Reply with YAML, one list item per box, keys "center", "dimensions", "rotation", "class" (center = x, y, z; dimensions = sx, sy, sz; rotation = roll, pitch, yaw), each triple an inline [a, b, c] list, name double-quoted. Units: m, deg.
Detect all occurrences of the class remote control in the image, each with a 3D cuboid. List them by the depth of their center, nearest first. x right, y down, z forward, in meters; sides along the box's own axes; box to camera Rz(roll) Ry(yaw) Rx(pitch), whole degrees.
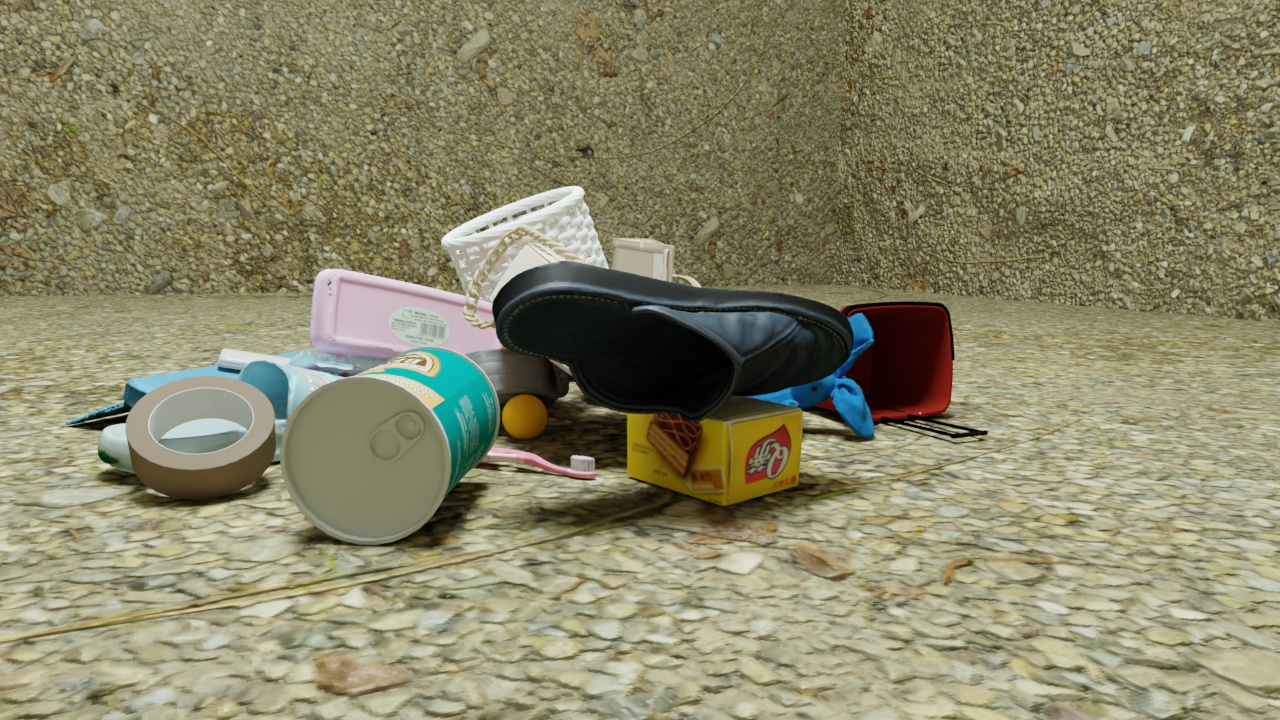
- center: [-0.343, 0.007, 0.901]
  dimensions: [0.130, 0.012, 0.033]
  rotation: [10, 15, -20]
  class: "remote control"

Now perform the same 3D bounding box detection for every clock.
- center: [-0.119, 0.024, 0.866]
  dimensions: [0.147, 0.056, 0.104]
  rotation: [-4, -15, -12]
  class: "clock"

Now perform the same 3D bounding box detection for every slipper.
- center: [0.032, 0.006, 0.612]
  dimensions: [0.265, 0.083, 0.109]
  rotation: [8, -34, -30]
  class: "slipper"
- center: [-0.307, 0.039, 0.747]
  dimensions: [0.104, 0.074, 0.244]
  rotation: [8, 12, 38]
  class: "slipper"

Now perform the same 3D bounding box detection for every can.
- center: [-0.155, 0.049, 0.598]
  dimensions: [0.099, 0.099, 0.144]
  rotation: [1, 8, 3]
  class: "can"

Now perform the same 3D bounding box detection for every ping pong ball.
- center: [-0.102, 0.050, 0.810]
  dimensions: [0.040, 0.040, 0.040]
  rotation: [1, 8, 0]
  class: "ping pong ball"

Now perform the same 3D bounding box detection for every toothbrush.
- center: [-0.095, 0.076, 0.710]
  dimensions: [0.135, 0.016, 0.021]
  rotation: [4, 9, 22]
  class: "toothbrush"

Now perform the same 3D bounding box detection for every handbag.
- center: [-0.031, -0.013, 0.802]
  dimensions: [0.208, 0.103, 0.210]
  rotation: [33, 5, -33]
  class: "handbag"
- center: [0.029, -0.067, 1.202]
  dimensions: [0.062, 0.176, 0.198]
  rotation: [-4, 11, -30]
  class: "handbag"

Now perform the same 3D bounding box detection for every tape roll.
- center: [-0.305, 0.052, 0.642]
  dimensions: [0.093, 0.030, 0.093]
  rotation: [9, 38, -8]
  class: "tape roll"

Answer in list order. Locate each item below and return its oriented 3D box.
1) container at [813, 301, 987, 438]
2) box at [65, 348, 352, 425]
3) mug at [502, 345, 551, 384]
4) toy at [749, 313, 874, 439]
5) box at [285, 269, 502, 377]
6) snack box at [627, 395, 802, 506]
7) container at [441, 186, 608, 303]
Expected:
- center: [0.253, 0.005, 0.919]
  dimensions: [0.148, 0.127, 0.201]
  rotation: [-3, 2, -27]
  class: "container"
- center: [-0.406, 0.026, 0.904]
  dimensions: [0.175, 0.060, 0.231]
  rotation: [3, 9, 21]
  class: "box"
- center: [-0.105, -0.023, 0.962]
  dimensions: [0.077, 0.112, 0.096]
  rotation: [14, -31, -25]
  class: "mug"
- center: [0.144, 0.035, 0.854]
  dimensions: [0.176, 0.112, 0.071]
  rotation: [-19, -30, 4]
  class: "toy"
- center: [-0.239, -0.015, 0.885]
  dimensions: [0.102, 0.111, 0.201]
  rotation: [-6, -12, 42]
  class: "box"
- center: [0.053, 0.060, 0.675]
  dimensions: [0.083, 0.061, 0.106]
  rotation: [-7, 12, -40]
  class: "snack box"
- center: [-0.131, -0.102, 1.177]
  dimensions: [0.189, 0.187, 0.189]
  rotation: [-18, 18, 6]
  class: "container"
